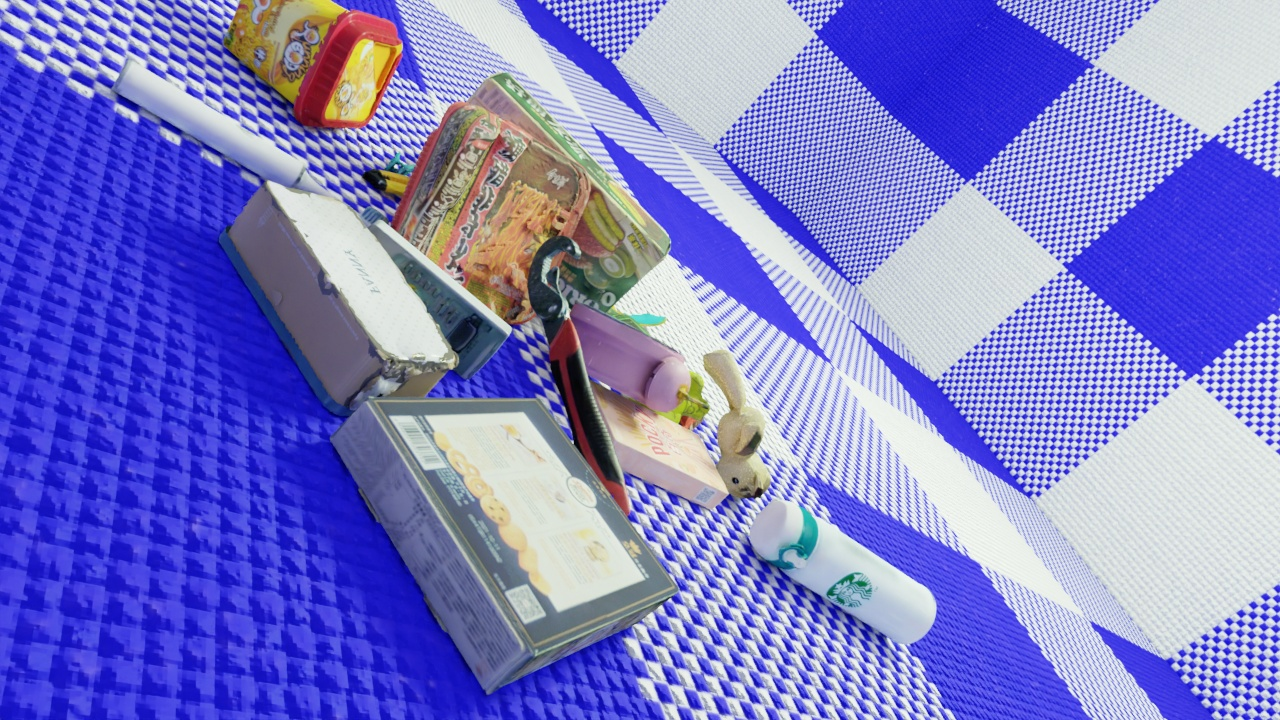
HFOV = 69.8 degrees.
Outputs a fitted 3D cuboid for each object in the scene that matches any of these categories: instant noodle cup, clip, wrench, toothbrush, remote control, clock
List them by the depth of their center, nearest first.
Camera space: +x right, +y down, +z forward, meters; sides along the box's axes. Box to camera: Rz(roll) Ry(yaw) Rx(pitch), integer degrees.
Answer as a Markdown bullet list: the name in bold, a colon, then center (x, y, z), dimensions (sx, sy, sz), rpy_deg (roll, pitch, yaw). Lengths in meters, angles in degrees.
- **remote control**: center (-0.167, -0.046, 0.705), dimensions (0.135, 0.056, 0.019), rpy_deg (41, 19, -13)
- **toothbrush**: center (-0.296, -0.159, 0.721), dimensions (0.221, 0.026, 0.026), rpy_deg (31, 16, -34)
- **wrench**: center (-0.053, 0.010, 0.765), dimensions (0.016, 0.056, 0.273), rpy_deg (33, 37, -54)
- **instant noodle cup**: center (-0.141, -0.128, 0.812), dimensions (0.079, 0.164, 0.188), rpy_deg (29, 6, 37)
- **clock**: center (-0.005, 0.005, 0.862), dimensions (0.158, 0.060, 0.117), rpy_deg (26, -2, 1)
- **instant noodle cup**: center (-0.312, -0.295, 0.869), dimensions (0.123, 0.116, 0.116), rpy_deg (33, 17, 3)
- **clip**: center (-0.246, -0.197, 0.934), dimensions (0.041, 0.014, 0.056), rpy_deg (39, 17, -13)

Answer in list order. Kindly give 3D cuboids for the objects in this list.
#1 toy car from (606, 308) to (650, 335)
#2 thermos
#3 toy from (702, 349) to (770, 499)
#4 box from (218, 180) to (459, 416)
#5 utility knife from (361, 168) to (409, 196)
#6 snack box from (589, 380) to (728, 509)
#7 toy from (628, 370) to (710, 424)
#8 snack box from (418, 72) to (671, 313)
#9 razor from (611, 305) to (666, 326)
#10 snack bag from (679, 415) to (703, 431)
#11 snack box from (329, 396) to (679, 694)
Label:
- **toy car**: center (-0.023, -0.030, 0.982), dimensions (0.091, 0.036, 0.043), rpy_deg (40, 34, 29)
- **thermos**: center (0.201, 0.211, 0.914), dimensions (0.224, 0.073, 0.073), rpy_deg (35, 21, -26)
- **toy**: center (0.095, 0.066, 0.942), dimensions (0.105, 0.066, 0.157), rpy_deg (121, -42, -79)
- **box**: center (-0.207, -0.046, 0.621), dimensions (0.184, 0.060, 0.089), rpy_deg (50, 18, 22)
- **utility knife**: center (-0.183, -0.164, 0.936), dimensions (0.216, 0.015, 0.033), rpy_deg (8, 34, -46)
- **snack box**: center (0.012, 0.081, 0.859), dimensions (0.157, 0.026, 0.084), rpy_deg (30, 23, -39)
- **toy**: center (0.027, 0.036, 0.950), dimensions (0.100, 0.031, 0.096), rpy_deg (14, 49, -29)
- **snack box**: center (-0.092, -0.158, 0.910), dimensions (0.240, 0.115, 0.063), rpy_deg (44, 23, -10)
- **razor**: center (-0.012, -0.058, 1.107), dimensions (0.043, 0.028, 0.132), rpy_deg (19, 1, 40)
- **snack bag**: center (0.028, 0.033, 0.993), dimensions (0.104, 0.026, 0.048), rpy_deg (46, 34, 7)
- **snack box**: center (-0.079, 0.102, 0.587), dimensions (0.178, 0.046, 0.182), rpy_deg (51, 20, 20)
